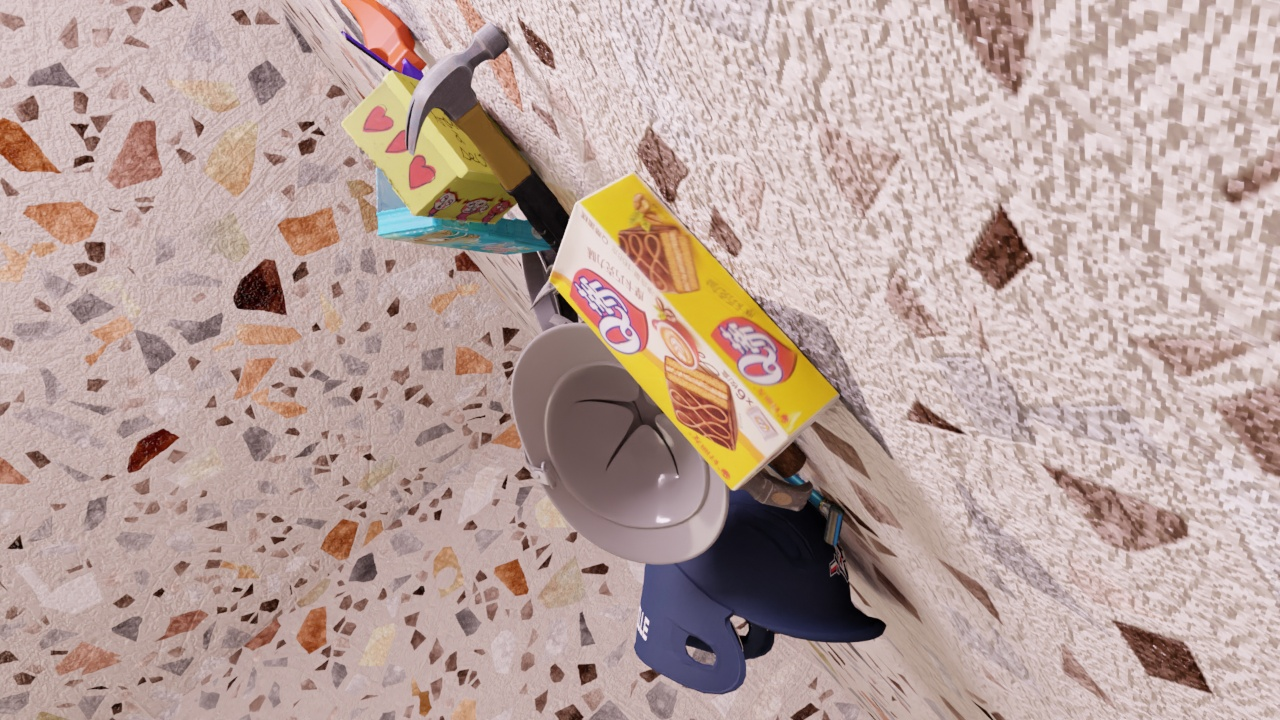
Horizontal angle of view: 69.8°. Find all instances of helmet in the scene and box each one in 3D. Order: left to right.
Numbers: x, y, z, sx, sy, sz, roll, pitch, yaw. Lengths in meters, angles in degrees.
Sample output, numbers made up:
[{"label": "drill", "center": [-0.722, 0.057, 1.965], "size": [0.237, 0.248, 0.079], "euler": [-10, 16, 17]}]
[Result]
[{"label": "helmet", "center": [-0.007, 0.057, 0.862], "size": [0.117, 0.184, 0.271], "euler": [-67, -41, -55]}, {"label": "helmet", "center": [0.137, 0.249, 1.021], "size": [0.272, 0.223, 0.232], "euler": [16, 177, 17]}]

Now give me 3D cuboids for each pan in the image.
[{"label": "pan", "center": [-0.119, -0.101, 1.267], "size": [0.357, 0.055, 0.187], "euler": [166, 86, -74]}]

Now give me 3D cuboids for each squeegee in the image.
[{"label": "squeegee", "center": [-0.298, -0.378, 1.078], "size": [0.185, 0.055, 0.249], "euler": [47, -170, 23]}]

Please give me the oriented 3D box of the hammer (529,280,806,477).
[{"label": "hammer", "center": [0.030, 0.007, 0.893], "size": [0.300, 0.037, 0.218], "euler": [46, 154, -8]}]

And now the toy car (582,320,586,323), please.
[{"label": "toy car", "center": [-0.024, -0.043, 0.989], "size": [0.047, 0.111, 0.047], "euler": [41, 138, 17]}]

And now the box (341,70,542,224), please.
[{"label": "box", "center": [-0.193, -0.209, 0.933], "size": [0.124, 0.081, 0.220], "euler": [51, -168, 4]}]

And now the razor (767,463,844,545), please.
[{"label": "razor", "center": [0.172, 0.137, 0.962], "size": [0.144, 0.022, 0.042], "euler": [-133, 44, -57]}]

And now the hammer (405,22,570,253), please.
[{"label": "hammer", "center": [-0.104, -0.157, 0.861], "size": [0.025, 0.118, 0.333], "euler": [49, 179, 34]}]

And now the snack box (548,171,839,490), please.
[{"label": "snack box", "center": [0.033, -0.021, 0.698], "size": [0.230, 0.061, 0.110], "euler": [49, 149, 11]}]

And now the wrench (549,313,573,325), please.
[{"label": "wrench", "center": [-0.001, 0.021, 1.173], "size": [0.273, 0.018, 0.083], "euler": [33, 171, 15]}]

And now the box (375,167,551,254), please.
[{"label": "box", "center": [-0.205, -0.199, 1.103], "size": [0.226, 0.098, 0.121], "euler": [-1, -92, -59]}]

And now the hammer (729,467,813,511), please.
[{"label": "hammer", "center": [0.086, 0.078, 1.013], "size": [0.119, 0.031, 0.331], "euler": [21, -170, -23]}]
